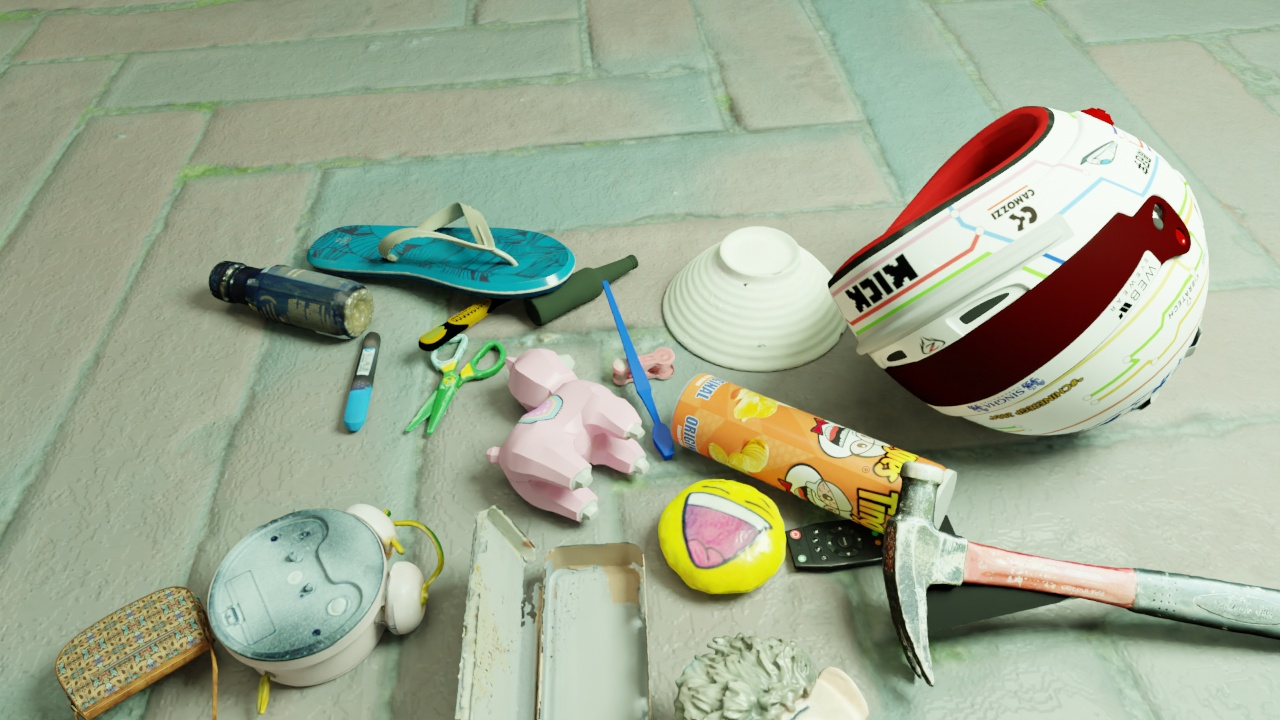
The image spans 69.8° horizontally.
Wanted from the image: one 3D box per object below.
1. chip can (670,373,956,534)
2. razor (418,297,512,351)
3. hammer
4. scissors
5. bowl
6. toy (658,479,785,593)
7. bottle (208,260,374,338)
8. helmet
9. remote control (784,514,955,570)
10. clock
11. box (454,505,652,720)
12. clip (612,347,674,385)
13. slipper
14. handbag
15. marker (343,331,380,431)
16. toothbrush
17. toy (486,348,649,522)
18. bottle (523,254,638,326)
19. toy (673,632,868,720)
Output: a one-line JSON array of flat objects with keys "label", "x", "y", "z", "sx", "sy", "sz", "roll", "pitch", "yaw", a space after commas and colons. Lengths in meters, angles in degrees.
[{"label": "chip can", "x": 0.127, "y": 0.073, "z": 0.704, "sx": 0.210, "sy": 0.062, "sz": 0.062, "roll": 22, "pitch": 49, "yaw": 28}, {"label": "razor", "x": -0.158, "y": -0.046, "z": 0.870, "sx": 0.044, "sy": 0.021, "sz": 0.143, "roll": 23, "pitch": 39, "yaw": 23}, {"label": "hammer", "x": 0.322, "y": 0.161, "z": 0.608, "sx": 0.326, "sy": 0.036, "sz": 0.140, "roll": 9, "pitch": 85, "yaw": -1}, {"label": "scissors", "x": -0.179, "y": 0.019, "z": 0.819, "sx": 0.078, "sy": 0.013, "sz": 0.131, "roll": 19, "pitch": 48, "yaw": 23}, {"label": "bowl", "x": 0.110, "y": -0.076, "z": 0.860, "sx": 0.177, "sy": 0.071, "sz": 0.177, "roll": -1, "pitch": 45, "yaw": 1}, {"label": "toy", "x": 0.060, "y": 0.129, "z": 0.676, "sx": 0.095, "sy": 0.041, "sz": 0.094, "roll": 20, "pitch": 53, "yaw": 18}, {"label": "bottle", "x": -0.335, "y": -0.062, "z": 0.876, "sx": 0.161, "sy": 0.056, "sz": 0.056, "roll": 13, "pitch": 47, "yaw": 15}, {"label": "helmet", "x": 0.308, "y": -0.056, "z": 0.716, "sx": 0.236, "sy": 0.232, "sz": 0.313, "roll": 50, "pitch": 51, "yaw": -1}, {"label": "remote control", "x": 0.173, "y": 0.135, "z": 0.686, "sx": 0.124, "sy": 0.010, "sz": 0.039, "roll": -6, "pitch": 45, "yaw": -4}, {"label": "clock", "x": -0.216, "y": 0.159, "z": 0.645, "sx": 0.157, "sy": 0.059, "sz": 0.117, "roll": -27, "pitch": 51, "yaw": -23}, {"label": "box", "x": -0.051, "y": 0.196, "z": 0.576, "sx": 0.121, "sy": 0.095, "sz": 0.216, "roll": -1, "pitch": 45, "yaw": -3}, {"label": "clip", "x": 0.003, "y": 0.002, "z": 0.810, "sx": 0.059, "sy": 0.039, "sz": 0.022, "roll": -15, "pitch": 52, "yaw": -7}, {"label": "slipper", "x": -0.201, "y": -0.120, "z": 0.910, "sx": 0.295, "sy": 0.060, "sz": 0.118, "roll": 7, "pitch": 33, "yaw": 18}, {"label": "handbag", "x": -0.300, "y": 0.218, "z": 0.574, "sx": 0.093, "sy": 0.043, "sz": 0.196, "roll": -30, "pitch": 34, "yaw": -27}, {"label": "marker", "x": -0.248, "y": 0.017, "z": 0.823, "sx": 0.018, "sy": 0.015, "sz": 0.122, "roll": -2, "pitch": 42, "yaw": -4}, {"label": "toothbrush", "x": -0.005, "y": 0.005, "z": 0.796, "sx": 0.016, "sy": 0.011, "sz": 0.186, "roll": -15, "pitch": 59, "yaw": -10}, {"label": "toy", "x": -0.069, "y": 0.052, "z": 0.744, "sx": 0.157, "sy": 0.067, "sz": 0.123, "roll": 30, "pitch": 54, "yaw": 34}, {"label": "bottle", "x": -0.054, "y": -0.073, "z": 0.892, "sx": 0.122, "sy": 0.033, "sz": 0.033, "roll": -29, "pitch": 51, "yaw": -25}, {"label": "toy", "x": 0.087, "y": 0.241, "z": 0.525, "sx": 0.176, "sy": 0.076, "sz": 0.132, "roll": 41, "pitch": 79, "yaw": 18}]
